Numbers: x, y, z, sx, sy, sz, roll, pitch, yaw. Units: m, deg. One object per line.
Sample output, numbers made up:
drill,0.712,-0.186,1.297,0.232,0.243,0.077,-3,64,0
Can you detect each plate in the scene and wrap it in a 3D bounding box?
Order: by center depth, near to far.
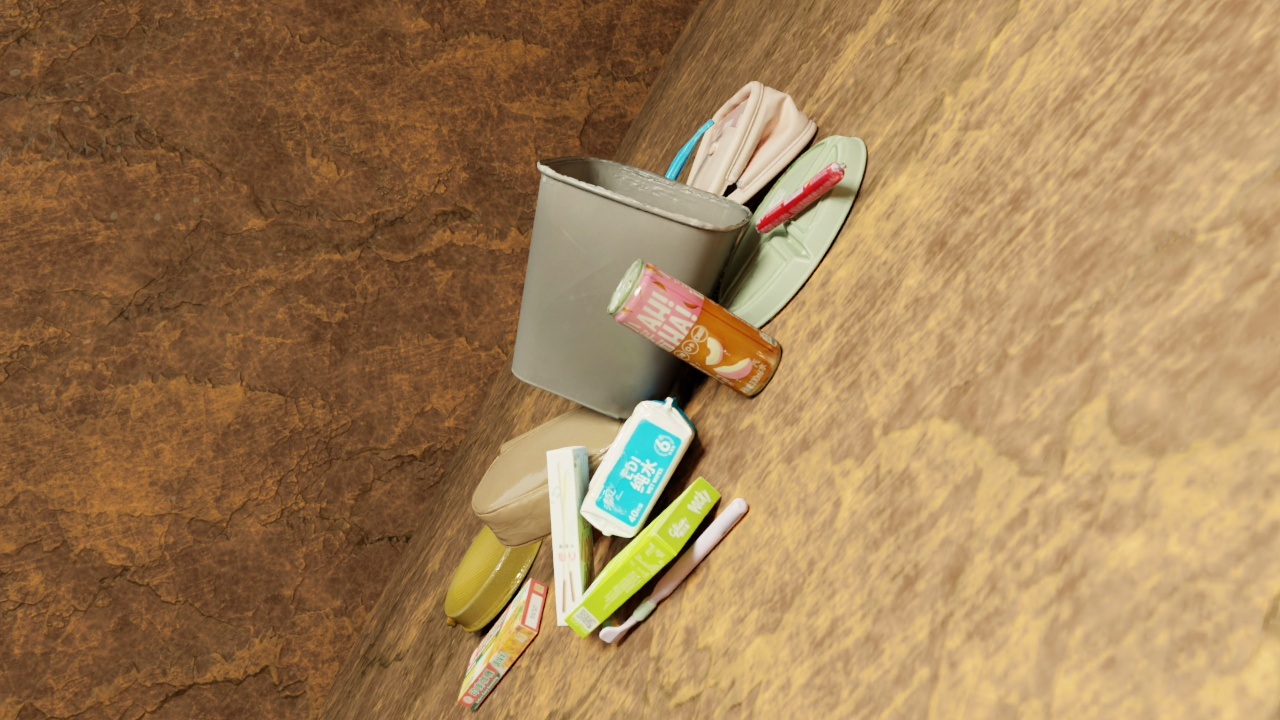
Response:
plate,0.143,-0.128,0.921,0.231,0.027,0.229,-55,13,19

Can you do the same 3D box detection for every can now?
can,0.047,-0.027,0.789,0.058,0.147,0.057,-55,13,20

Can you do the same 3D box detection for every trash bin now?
trash bin,-0.018,-0.076,0.940,0.198,0.199,0.220,-42,-29,-67

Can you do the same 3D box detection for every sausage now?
sausage,0.145,-0.148,0.847,0.020,0.020,0.156,-65,13,-21

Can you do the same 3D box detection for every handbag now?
handbag,-0.076,0.118,0.984,0.205,0.100,0.147,-27,27,16
handbag,0.092,-0.211,1.112,0.234,0.093,0.193,-55,11,-4

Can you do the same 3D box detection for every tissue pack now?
tissue pack,-0.001,0.097,0.853,0.140,0.063,0.090,-60,-6,1

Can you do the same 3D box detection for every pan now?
pan,-0.234,0.327,1.348,0.359,0.078,0.197,-37,22,46

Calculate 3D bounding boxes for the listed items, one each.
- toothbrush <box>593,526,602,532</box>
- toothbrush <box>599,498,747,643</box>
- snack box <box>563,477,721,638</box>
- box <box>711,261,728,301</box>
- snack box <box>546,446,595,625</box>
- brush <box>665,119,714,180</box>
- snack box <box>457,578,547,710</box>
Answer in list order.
toothbrush,-0.058,0.177,1.045,0.190,0.029,0.020,179,78,-74
toothbrush,0.026,0.169,0.731,0.029,0.021,0.190,-7,-37,-52
snack box,0.000,0.165,0.762,0.157,0.026,0.085,-50,-5,39
box,0.081,-0.100,1.089,0.075,0.076,0.163,-38,11,9
snack box,-0.063,0.159,0.854,0.084,0.027,0.156,31,-126,-84
brush,0.015,-0.182,1.112,0.255,0.046,0.083,-57,1,14
snack box,-0.162,0.334,1.079,0.156,0.027,0.076,-54,13,26
